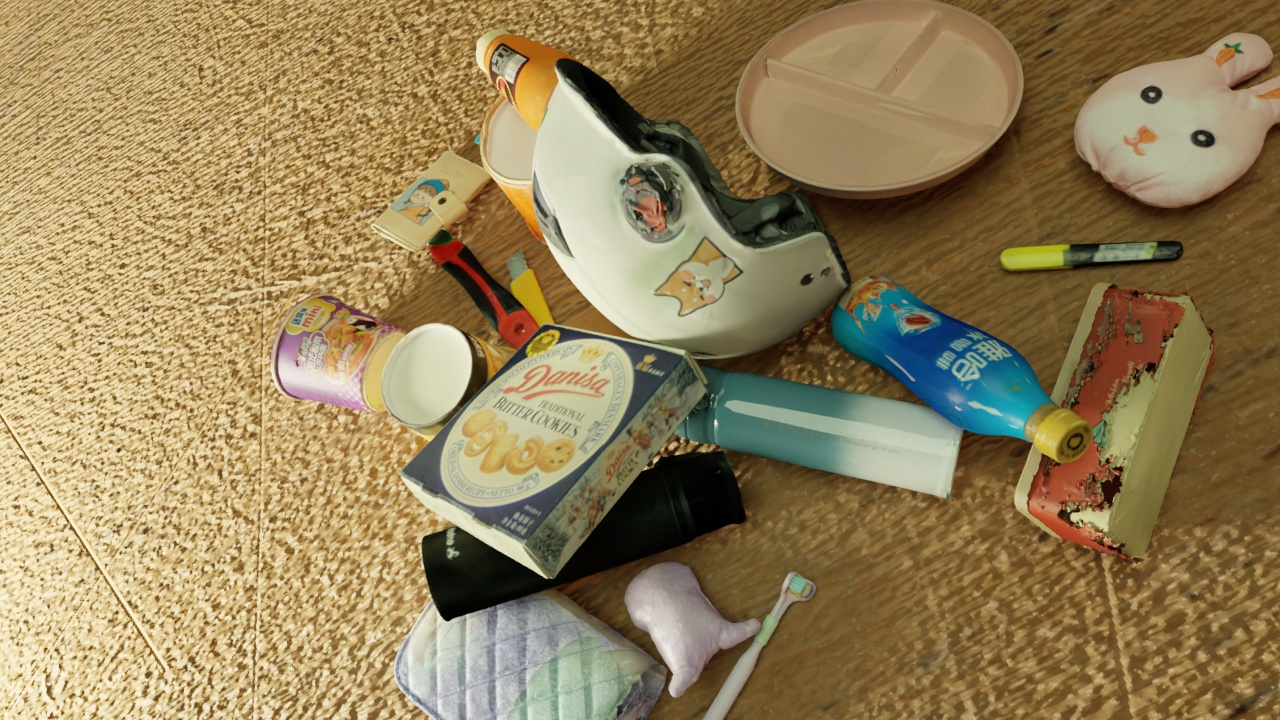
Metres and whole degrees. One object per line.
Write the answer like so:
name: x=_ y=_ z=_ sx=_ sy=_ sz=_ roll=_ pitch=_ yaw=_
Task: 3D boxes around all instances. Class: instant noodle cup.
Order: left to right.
instant noodle cup: x=-0.281 y=-0.002 z=0.888 sx=0.099 sy=0.111 sz=0.111 roll=15 pitch=78 yaw=20
instant noodle cup: x=-0.157 y=0.030 z=0.813 sx=0.119 sy=0.114 sz=0.118 roll=-9 pitch=68 yaw=22
instant noodle cup: x=-0.070 y=-0.190 z=0.855 sx=0.152 sy=0.111 sz=0.151 roll=-8 pitch=68 yaw=21

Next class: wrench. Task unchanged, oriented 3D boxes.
wrench: x=-0.181 y=-0.092 z=0.911 sx=0.056 sy=0.016 sz=0.273 roll=-47 pitch=55 yaw=-6

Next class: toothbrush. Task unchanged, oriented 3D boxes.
toothbrush: x=0.073 y=0.243 z=0.688 sx=0.189 sy=0.029 sz=0.021 roll=-58 pitch=20 yaw=-2

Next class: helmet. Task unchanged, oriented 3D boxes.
helmet: x=0.021 y=-0.096 z=0.717 sx=0.274 sy=0.229 sz=0.157 roll=29 pitch=109 yaw=-10

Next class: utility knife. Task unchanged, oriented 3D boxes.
utility knife: x=-0.092 y=-0.034 z=0.863 sx=0.033 sy=0.015 sz=0.180 roll=-21 pitch=62 yaw=-5

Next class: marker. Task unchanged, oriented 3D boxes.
marker: x=0.337 y=-0.079 z=0.689 sx=0.124 sy=0.015 sz=0.018 roll=-2 pitch=72 yaw=21

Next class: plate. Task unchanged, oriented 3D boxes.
plate: x=0.195 y=-0.220 z=0.765 sx=0.230 sy=0.028 sz=0.229 roll=-7 pitch=56 yaw=10

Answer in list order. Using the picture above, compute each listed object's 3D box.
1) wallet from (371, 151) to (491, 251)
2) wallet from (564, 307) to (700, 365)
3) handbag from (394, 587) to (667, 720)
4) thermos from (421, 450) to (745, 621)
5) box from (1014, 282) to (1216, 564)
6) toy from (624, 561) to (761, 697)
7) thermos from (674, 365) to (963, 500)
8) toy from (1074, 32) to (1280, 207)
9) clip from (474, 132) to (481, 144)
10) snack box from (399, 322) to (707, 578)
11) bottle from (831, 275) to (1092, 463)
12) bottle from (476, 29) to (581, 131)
wallet: x=-0.212 y=-0.162 z=0.945 sx=0.087 sy=0.024 sz=0.115 roll=28 pitch=69 yaw=37
wallet: x=-0.005 y=0.005 z=0.800 sx=0.108 sy=0.031 sz=0.131 roll=-30 pitch=67 yaw=10
handbag: x=-0.090 y=0.248 z=0.728 sx=0.194 sy=0.075 sz=0.134 roll=28 pitch=79 yaw=28
thermos: x=-0.044 y=0.130 z=0.722 sx=0.242 sy=0.068 sz=0.090 roll=-17 pitch=23 yaw=-5
box: x=0.320 y=0.041 z=0.599 sx=0.076 sy=0.091 sz=0.168 roll=14 pitch=77 yaw=49
toy: x=0.031 y=0.194 z=0.702 sx=0.083 sy=0.039 sz=0.108 roll=-32 pitch=38 yaw=-14
thermos: x=0.127 y=0.050 z=0.692 sx=0.221 sy=0.070 sz=0.070 roll=11 pitch=76 yaw=20
toy: x=0.407 y=-0.181 z=0.675 sx=0.159 sy=0.054 sz=0.121 roll=-33 pitch=62 yaw=1
clip: x=-0.148 y=-0.241 z=0.961 sx=0.057 sy=0.047 sz=0.014 roll=-26 pitch=64 yaw=17
snack box: x=-0.069 y=0.055 z=0.693 sx=0.178 sy=0.046 sz=0.182 roll=13 pitch=55 yaw=49
bottle: x=0.216 y=0.005 z=0.636 sx=0.065 sy=0.065 sz=0.218 roll=-46 pitch=35 yaw=3
bottle: x=-0.100 y=-0.248 z=0.791 sx=0.067 sy=0.066 sz=0.149 roll=-48 pitch=53 yaw=2
